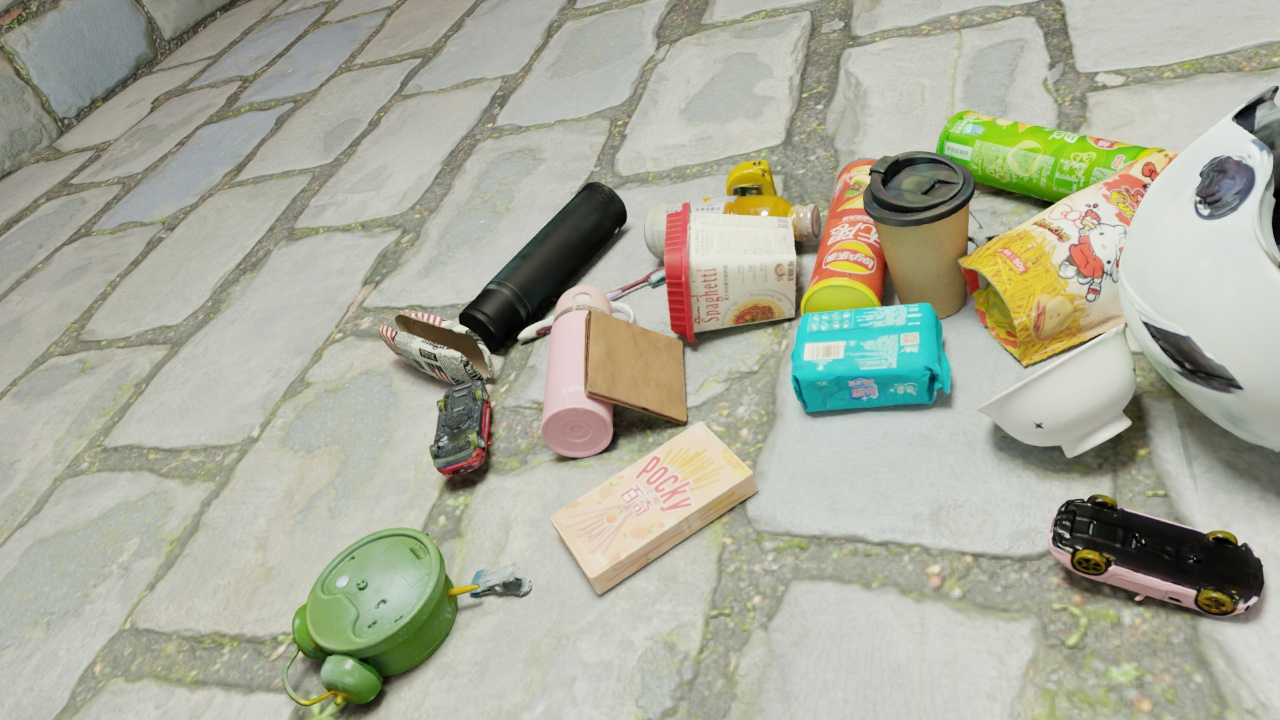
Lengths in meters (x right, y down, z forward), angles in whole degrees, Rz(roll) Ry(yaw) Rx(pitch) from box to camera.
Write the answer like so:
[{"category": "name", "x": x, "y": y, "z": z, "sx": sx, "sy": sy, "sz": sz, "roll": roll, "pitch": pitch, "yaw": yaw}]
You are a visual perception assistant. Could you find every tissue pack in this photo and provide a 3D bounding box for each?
[{"category": "tissue pack", "x": 0.197, "y": -0.003, "z": 0.792, "sx": 0.134, "sy": 0.050, "sz": 0.093, "roll": -5, "pitch": 39, "yaw": 21}]

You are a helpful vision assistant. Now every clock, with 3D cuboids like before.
[{"category": "clock", "x": -0.219, "y": 0.209, "z": 0.741, "sx": 0.161, "sy": 0.056, "sz": 0.116, "roll": -39, "pitch": 40, "yaw": -21}]

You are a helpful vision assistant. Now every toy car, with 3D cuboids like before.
[{"category": "toy car", "x": 0.327, "y": 0.126, "z": 0.588, "sx": 0.122, "sy": 0.037, "sz": 0.056, "roll": 16, "pitch": 53, "yaw": 23}, {"category": "toy car", "x": -0.170, "y": 0.068, "z": 0.894, "sx": 0.053, "sy": 0.045, "sz": 0.120, "roll": -18, "pitch": 33, "yaw": 9}]

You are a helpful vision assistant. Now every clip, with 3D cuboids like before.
[{"category": "clip", "x": -0.118, "y": 0.181, "z": 0.755, "sx": 0.056, "sy": 0.027, "sz": 0.024, "roll": -11, "pitch": 37, "yaw": 30}]

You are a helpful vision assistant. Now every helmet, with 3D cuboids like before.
[{"category": "helmet", "x": 0.417, "y": -0.039, "z": 0.619, "sx": 0.146, "sy": 0.229, "sz": 0.257, "roll": -40, "pitch": 21, "yaw": 47}]

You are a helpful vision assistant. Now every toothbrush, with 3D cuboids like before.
[{"category": "toothbrush", "x": -0.048, "y": -0.061, "z": 1.013, "sx": 0.187, "sy": 0.016, "sz": 0.017, "roll": -25, "pitch": 48, "yaw": -4}]

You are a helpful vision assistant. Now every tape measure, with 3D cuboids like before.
[{"category": "tape measure", "x": 0.127, "y": -0.198, "z": 1.053, "sx": 0.057, "sy": 0.060, "sz": 0.028, "roll": -7, "pitch": 45, "yaw": 17}]

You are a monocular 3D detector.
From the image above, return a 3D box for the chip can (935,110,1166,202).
[{"category": "chip can", "x": 0.397, "y": -0.195, "z": 0.905, "sx": 0.072, "sy": 0.073, "sz": 0.221, "roll": -37, "pitch": 41, "yaw": -19}]

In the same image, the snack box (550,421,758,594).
[{"category": "snack box", "x": 0.010, "y": 0.119, "z": 0.760, "sx": 0.157, "sy": 0.026, "sz": 0.084, "roll": -32, "pitch": 39, "yaw": -11}]

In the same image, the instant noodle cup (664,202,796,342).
[{"category": "instant noodle cup", "x": 0.089, "y": -0.089, "z": 0.908, "sx": 0.124, "sy": 0.116, "sz": 0.116, "roll": -3, "pitch": 41, "yaw": 7}]

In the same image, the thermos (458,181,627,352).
[{"category": "thermos", "x": -0.117, "y": -0.110, "z": 1.067, "sx": 0.090, "sy": 0.068, "sz": 0.241, "roll": -8, "pitch": 35, "yaw": 53}]

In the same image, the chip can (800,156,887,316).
[{"category": "chip can", "x": 0.212, "y": -0.114, "z": 0.901, "sx": 0.073, "sy": 0.073, "sz": 0.216, "roll": -1, "pitch": 42, "yaw": 25}]

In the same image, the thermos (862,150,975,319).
[{"category": "thermos", "x": 0.252, "y": -0.109, "z": 0.816, "sx": 0.093, "sy": 0.143, "sz": 0.092, "roll": -14, "pitch": 40, "yaw": 11}]

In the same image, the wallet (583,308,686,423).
[{"category": "wallet", "x": -0.005, "y": 0.005, "z": 0.862, "sx": 0.101, "sy": 0.020, "sz": 0.115, "roll": 19, "pitch": 39, "yaw": -16}]

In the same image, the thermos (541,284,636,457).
[{"category": "thermos", "x": -0.048, "y": 0.003, "z": 0.900, "sx": 0.087, "sy": 0.067, "sz": 0.198, "roll": 2, "pitch": 39, "yaw": -1}]

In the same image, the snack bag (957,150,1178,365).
[{"category": "snack bag", "x": 0.385, "y": -0.086, "z": 0.773, "sx": 0.208, "sy": 0.073, "sz": 0.128, "roll": -26, "pitch": 74, "yaw": 0}]

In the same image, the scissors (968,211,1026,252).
[{"category": "scissors", "x": 0.337, "y": -0.125, "z": 0.900, "sx": 0.159, "sy": 0.014, "sz": 0.180, "roll": -11, "pitch": 38, "yaw": 14}]

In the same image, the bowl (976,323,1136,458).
[{"category": "bowl", "x": 0.316, "y": 0.032, "z": 0.670, "sx": 0.118, "sy": 0.118, "sz": 0.064, "roll": -28, "pitch": 77, "yaw": -7}]

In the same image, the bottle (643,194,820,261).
[{"category": "bottle", "x": 0.099, "y": -0.144, "z": 0.996, "sx": 0.190, "sy": 0.068, "sz": 0.067, "roll": 1, "pitch": 43, "yaw": 27}]

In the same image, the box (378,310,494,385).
[{"category": "box", "x": -0.228, "y": -0.004, "z": 0.996, "sx": 0.164, "sy": 0.076, "sz": 0.073, "roll": 17, "pitch": 48, "yaw": 37}]
